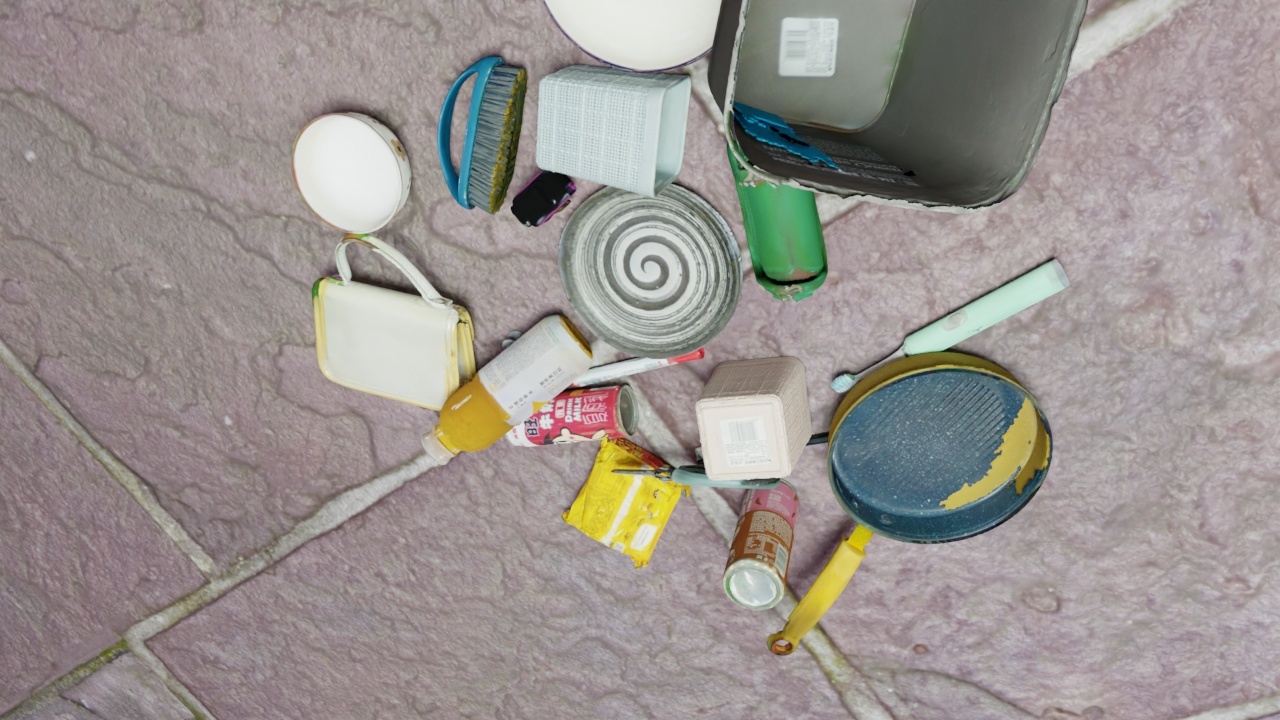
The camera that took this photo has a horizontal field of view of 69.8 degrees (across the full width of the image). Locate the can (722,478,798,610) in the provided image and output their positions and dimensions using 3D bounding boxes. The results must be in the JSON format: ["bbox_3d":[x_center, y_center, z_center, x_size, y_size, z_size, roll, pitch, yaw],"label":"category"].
[{"bbox_3d":[0.120,0.175,0.894,0.058,0.147,0.058,7,117,13],"label":"can"}]

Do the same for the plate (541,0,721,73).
[{"bbox_3d":[0.006,-0.332,0.734,0.192,0.038,0.193,7,118,13],"label":"plate"}]

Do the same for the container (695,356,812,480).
[{"bbox_3d":[0.104,0.056,0.852,0.090,0.110,0.090,-5,104,19],"label":"container"}]

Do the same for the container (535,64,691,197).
[{"bbox_3d":[-0.025,-0.200,0.783,0.111,0.090,0.090,13,119,13],"label":"container"}]

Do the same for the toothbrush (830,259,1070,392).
[{"bbox_3d":[0.270,-0.024,0.819,0.225,0.026,0.027,-31,140,28],"label":"toothbrush"}]

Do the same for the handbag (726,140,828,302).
[{"bbox_3d":[0.113,-0.122,0.763,0.068,0.120,0.131,-9,111,14],"label":"handbag"}]

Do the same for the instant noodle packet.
[{"bbox_3d":[-0.016,0.152,0.983,0.111,0.044,0.129,31,117,8],"label":"instant noodle packet"}]

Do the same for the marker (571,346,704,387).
[{"bbox_3d":[-0.005,0.005,0.921,0.145,0.017,0.017,-13,112,23],"label":"marker"}]

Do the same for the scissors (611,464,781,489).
[{"bbox_3d":[0.051,0.111,0.889,0.180,0.143,0.019,2,89,-1],"label":"scissors"}]

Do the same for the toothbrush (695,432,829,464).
[{"bbox_3d":[0.139,0.083,0.918,0.181,0.015,0.018,-11,104,22],"label":"toothbrush"}]

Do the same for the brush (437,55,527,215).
[{"bbox_3d":[-0.148,-0.206,0.834,0.073,0.055,0.144,20,120,5],"label":"brush"}]

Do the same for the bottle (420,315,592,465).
[{"bbox_3d":[-0.135,0.033,0.912,0.189,0.068,0.068,-38,102,6],"label":"bottle"}]

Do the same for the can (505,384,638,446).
[{"bbox_3d":[-0.073,0.058,0.947,0.133,0.053,0.053,-7,114,20],"label":"can"}]

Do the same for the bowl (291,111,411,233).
[{"bbox_3d":[-0.267,-0.185,0.877,0.113,0.062,0.114,7,119,12],"label":"bowl"}]

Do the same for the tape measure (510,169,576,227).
[{"bbox_3d":[-0.088,-0.150,0.843,0.039,0.057,0.057,46,138,-11],"label":"tape measure"}]

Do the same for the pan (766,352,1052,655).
[{"bbox_3d":[0.228,0.149,0.866,0.197,0.078,0.358,29,119,-12],"label":"pan"}]

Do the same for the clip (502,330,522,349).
[{"bbox_3d":[-0.123,-0.003,0.953,0.025,0.032,0.057,-17,118,25],"label":"clip"}]

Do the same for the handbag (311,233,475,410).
[{"bbox_3d":[-0.250,-0.047,0.936,0.163,0.063,0.179,14,126,10],"label":"handbag"}]

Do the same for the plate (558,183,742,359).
[{"bbox_3d":[0.010,-0.086,0.867,0.179,0.024,0.180,8,119,15],"label":"plate"}]

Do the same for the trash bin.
[{"bbox_3d":[0.144,-0.221,0.616,0.199,0.219,0.199,8,109,-9],"label":"trash bin"}]
